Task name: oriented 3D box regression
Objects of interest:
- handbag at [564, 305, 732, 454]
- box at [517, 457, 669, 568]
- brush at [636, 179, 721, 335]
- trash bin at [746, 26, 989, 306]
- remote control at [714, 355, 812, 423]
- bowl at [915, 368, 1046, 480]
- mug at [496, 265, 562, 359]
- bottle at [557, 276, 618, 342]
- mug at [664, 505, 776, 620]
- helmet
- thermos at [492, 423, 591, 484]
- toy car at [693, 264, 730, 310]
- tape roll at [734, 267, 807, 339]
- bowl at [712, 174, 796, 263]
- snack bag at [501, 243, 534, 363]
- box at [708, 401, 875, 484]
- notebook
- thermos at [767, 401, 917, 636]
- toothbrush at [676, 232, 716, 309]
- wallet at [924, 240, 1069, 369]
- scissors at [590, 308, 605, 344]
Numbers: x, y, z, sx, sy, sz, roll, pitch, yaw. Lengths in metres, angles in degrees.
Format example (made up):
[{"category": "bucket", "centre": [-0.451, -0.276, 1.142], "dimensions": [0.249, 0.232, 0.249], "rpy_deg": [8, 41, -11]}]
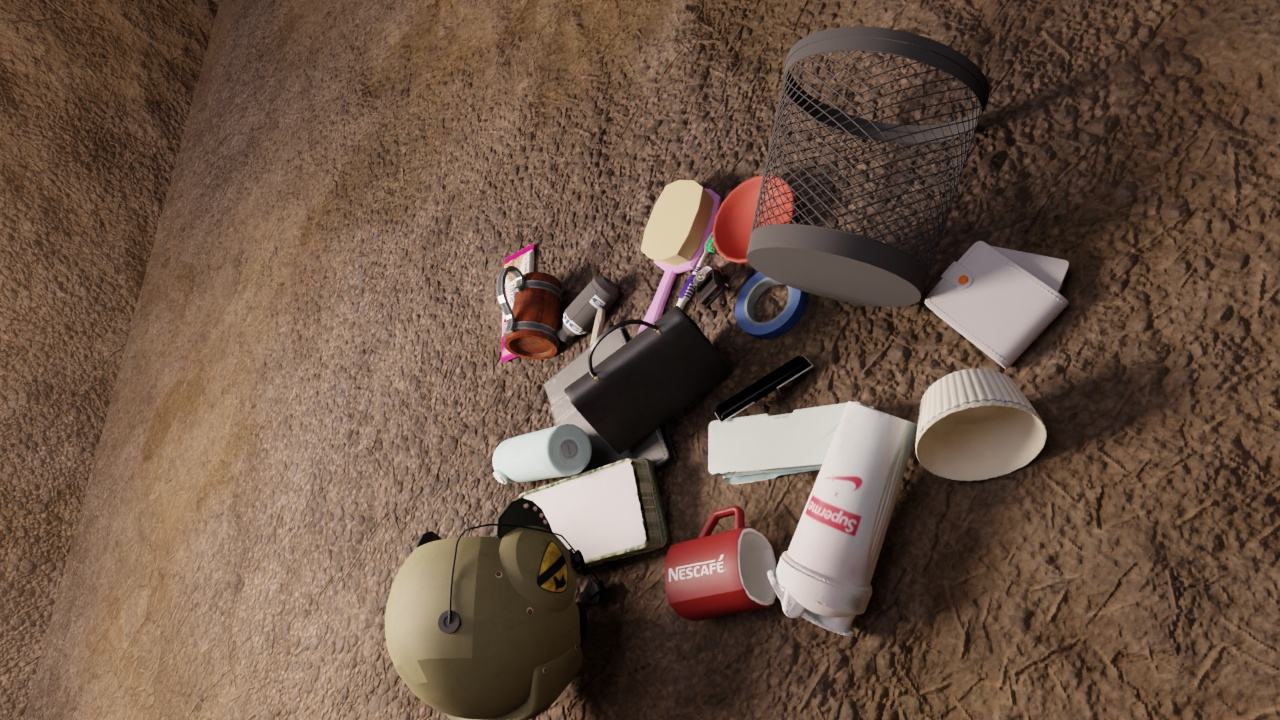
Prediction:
[{"category": "handbag", "centre": [-0.006, 0.006, 1.078], "dimensions": [0.176, 0.196, 0.072], "rpy_deg": [-37, 61, 4]}, {"category": "box", "centre": [-0.064, 0.200, 1.161], "dimensions": [0.206, 0.050, 0.117], "rpy_deg": [-24, 69, 32]}, {"category": "brush", "centre": [0.037, -0.137, 1.252], "dimensions": [0.089, 0.043, 0.228], "rpy_deg": [14, 80, 45]}, {"category": "trash bin", "centre": [0.234, -0.195, 0.984], "dimensions": [0.218, 0.217, 0.227], "rpy_deg": [10, 81, 45]}, {"category": "remote control", "centre": [0.141, 0.031, 1.063], "dimensions": [0.124, 0.012, 0.028], "rpy_deg": [-32, 24, 2]}, {"category": "bowl", "centre": [0.314, 0.055, 0.865], "dimensions": [0.116, 0.115, 0.062], "rpy_deg": [-28, 39, 30]}, {"category": "mug", "centre": [-0.169, -0.075, 1.361], "dimensions": [0.082, 0.117, 0.111], "rpy_deg": [-16, 56, 37]}, {"category": "bottle", "centre": [-0.079, -0.072, 1.324], "dimensions": [0.112, 0.047, 0.047], "rpy_deg": [-46, 46, 16]}, {"category": "mug", "centre": [0.088, 0.220, 1.010], "dimensions": [0.097, 0.080, 0.116], "rpy_deg": [-21, 51, 34]}, {"category": "helmet", "centre": [-0.169, 0.303, 1.064], "dimensions": [0.251, 0.255, 0.232], "rpy_deg": [-24, 53, 35]}, {"category": "thermos", "centre": [-0.138, 0.128, 1.230], "dimensions": [0.077, 0.065, 0.207], "rpy_deg": [-49, 15, -27]}, {"category": "toy car", "centre": [0.088, -0.097, 1.171], "dimensions": [0.040, 0.037, 0.092], "rpy_deg": [-47, 13, 17]}, {"category": "tape roll", "centre": [0.160, -0.071, 1.126], "dimensions": [0.093, 0.016, 0.091], "rpy_deg": [17, 83, 46]}, {"category": "bowl", "centre": [0.151, -0.174, 1.170], "dimensions": [0.122, 0.035, 0.121], "rpy_deg": [-20, 58, 35]}, {"category": "snack bag", "centre": [-0.196, -0.094, 1.465], "dimensions": [0.070, 0.016, 0.196], "rpy_deg": [-21, 57, 33]}, {"category": "box", "centre": [0.165, 0.093, 1.022], "dimensions": [0.199, 0.067, 0.083], "rpy_deg": [-13, 43, 37]}, {"category": "notebook", "centre": [-0.045, 0.077, 1.220], "dimensions": [0.170, 0.029, 0.209], "rpy_deg": [-36, 61, 27]}, {"category": "thermos", "centre": [0.202, 0.153, 0.909], "dimensions": [0.099, 0.099, 0.220], "rpy_deg": [21, 93, 46]}, {"category": "toothbrush", "centre": [0.062, -0.091, 1.227], "dimensions": [0.016, 0.015, 0.186], "rpy_deg": [28, 91, 53]}, {"category": "wallet", "centre": [0.364, -0.070, 0.924], "dimensions": [0.115, 0.037, 0.118], "rpy_deg": [-51, 49, 12]}, {"category": "scissors", "centre": [-0.055, 0.015, 1.272], "dimensions": [0.199, 0.015, 0.179], "rpy_deg": [-30, 61, 32]}]
